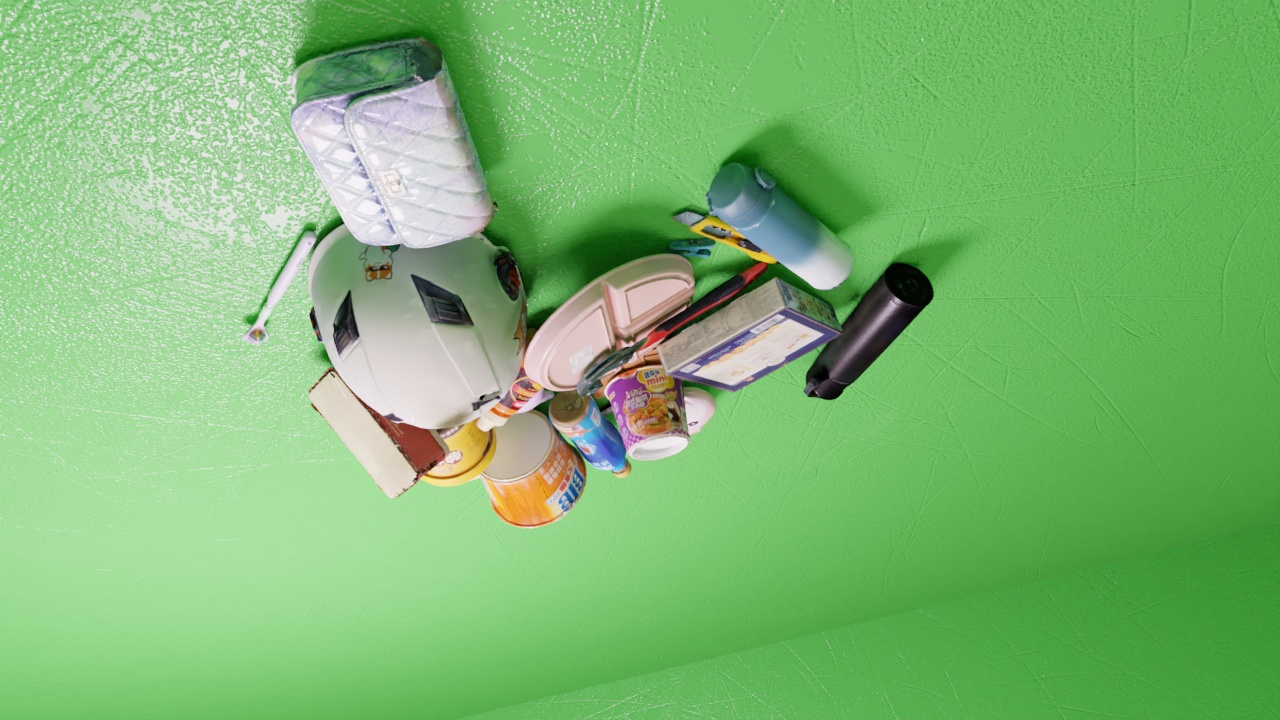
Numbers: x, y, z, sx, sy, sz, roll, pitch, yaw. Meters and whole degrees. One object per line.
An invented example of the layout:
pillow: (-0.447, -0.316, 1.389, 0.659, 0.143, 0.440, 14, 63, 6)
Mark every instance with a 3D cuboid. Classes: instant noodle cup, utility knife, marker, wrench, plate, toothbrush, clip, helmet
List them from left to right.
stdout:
toothbrush: (-0.378, -0.074, 0.964, 0.029, 0.021, 0.190, -2, 149, -43)
helmet: (-0.228, -0.019, 0.977, 0.230, 0.156, 0.274, -14, 150, 1)
instant noodle cup: (-0.256, 0.084, 1.188, 0.118, 0.118, 0.115, -11, 142, -2)
instant noodle cup: (-0.162, 0.146, 1.297, 0.151, 0.151, 0.111, -15, 141, 6)
plate: (-0.029, -0.037, 1.063, 0.229, 0.028, 0.230, -30, 160, -12)
marker: (-0.035, 0.063, 1.325, 0.124, 0.015, 0.018, -31, 140, 34)
instant noodle cup: (0.014, 0.074, 1.223, 0.111, 0.099, 0.112, -10, 156, -5)
wrench: (0.038, -0.040, 1.093, 0.273, 0.016, 0.056, -34, 163, 0)
clip: (0.057, -0.127, 1.039, 0.057, 0.014, 0.048, -5, 151, -15)
utility knife: (0.107, -0.138, 1.038, 0.180, 0.015, 0.033, 14, 138, -36)

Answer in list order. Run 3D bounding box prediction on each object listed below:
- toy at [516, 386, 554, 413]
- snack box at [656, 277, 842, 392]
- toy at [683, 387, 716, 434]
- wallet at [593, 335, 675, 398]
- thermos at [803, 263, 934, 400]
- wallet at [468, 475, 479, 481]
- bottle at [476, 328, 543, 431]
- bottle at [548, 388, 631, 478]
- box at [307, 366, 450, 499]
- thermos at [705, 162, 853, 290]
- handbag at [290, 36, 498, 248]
toy: (-0.148, 0.035, 1.213, 0.083, 0.039, 0.108, -21, 152, -22)
snack box: (0.143, -0.026, 1.174, 0.178, 0.045, 0.182, -30, 156, 26)
toy: (0.053, 0.084, 1.358, 0.121, 0.054, 0.159, -12, 158, 1)
wallet: (-0.007, 0.007, 1.226, 0.132, 0.031, 0.108, -13, 151, 0)
thermos: (0.293, -0.025, 1.228, 0.089, 0.068, 0.243, -35, 164, -35)
wallet: (-0.273, 0.155, 1.383, 0.087, 0.024, 0.115, -20, 150, 16)
bottle: (-0.157, 0.030, 1.138, 0.066, 0.066, 0.150, 20, 116, -43)
bottle: (-0.063, 0.114, 1.328, 0.065, 0.065, 0.219, -18, 146, 11)
box: (-0.318, 0.080, 1.090, 0.092, 0.168, 0.075, -36, -176, 41)
thermos: (0.155, -0.144, 0.996, 0.070, 0.070, 0.220, -30, 145, 28)
handbag: (-0.211, -0.178, 0.799, 0.134, 0.075, 0.194, -12, 150, 0)
